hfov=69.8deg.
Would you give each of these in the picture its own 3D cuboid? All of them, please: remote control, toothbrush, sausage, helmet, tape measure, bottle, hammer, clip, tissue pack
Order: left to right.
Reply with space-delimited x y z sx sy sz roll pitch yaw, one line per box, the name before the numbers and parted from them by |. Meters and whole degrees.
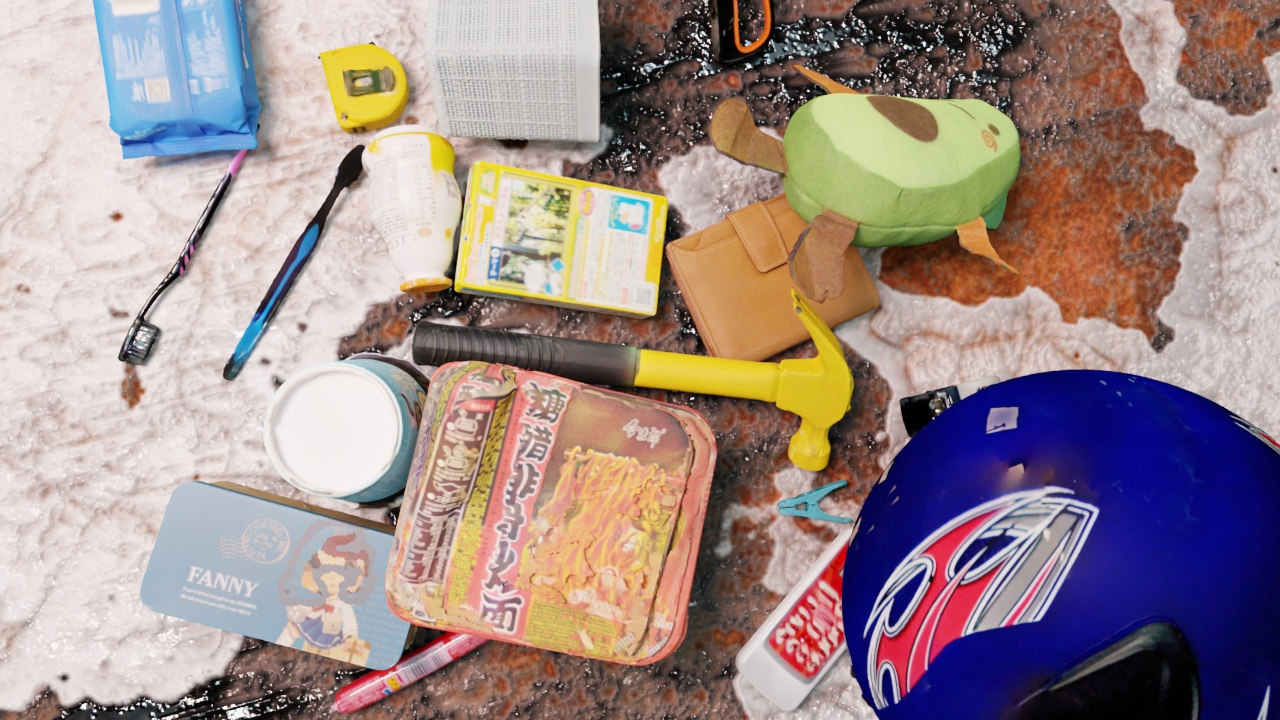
tissue pack | -0.314 -0.213 0.624 0.095 0.052 0.157 -10 87 -5
toothbrush | -0.308 -0.081 0.635 0.018 0.014 0.189 28 83 -13
toothbrush | -0.241 -0.069 0.642 0.014 0.016 0.189 30 86 -12
tape measure | -0.193 -0.194 0.646 0.057 0.029 0.060 -15 88 -7
bottle | -0.153 -0.102 0.626 0.063 0.063 0.108 -8 87 -7
sausage | -0.141 0.202 0.628 0.155 0.020 0.020 -27 89 -7
hammer | -0.004 0.004 0.629 0.301 0.032 0.129 6 120 0
clip | 0.126 0.105 0.665 0.054 0.013 0.034 -8 86 -6
remote control | 0.129 0.184 0.656 0.056 0.020 0.136 43 83 -2
tape measure | 0.227 0.033 0.654 0.066 0.066 0.033 -12 85 -5
helmet | 0.241 0.154 0.555 0.240 0.246 0.316 25 116 3

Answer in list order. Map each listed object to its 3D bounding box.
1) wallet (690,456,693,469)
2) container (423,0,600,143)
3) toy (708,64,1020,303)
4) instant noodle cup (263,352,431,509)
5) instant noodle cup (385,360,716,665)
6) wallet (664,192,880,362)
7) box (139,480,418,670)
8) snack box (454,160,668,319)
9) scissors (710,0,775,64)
wallet | -0.010 0.106 0.643 0.101 0.032 0.124 12 84 -2
container | -0.083 -0.204 0.619 0.111 0.090 0.089 -2 60 -4
toy | 0.170 -0.132 0.626 0.246 0.090 0.227 -18 63 -32
instant noodle cup | -0.181 0.045 0.584 0.111 0.120 0.111 0 86 -6
instant noodle cup | -0.053 0.095 0.584 0.189 0.079 0.164 13 83 -6
wallet | 0.096 -0.061 0.667 0.131 0.031 0.108 -24 90 -9
box | -0.230 0.136 0.603 0.184 0.061 0.089 14 84 -6
snack box | -0.053 -0.081 0.637 0.140 0.034 0.087 7 85 -20
scissors | 0.037 -0.318 0.642 0.221 0.021 0.235 -17 113 3
